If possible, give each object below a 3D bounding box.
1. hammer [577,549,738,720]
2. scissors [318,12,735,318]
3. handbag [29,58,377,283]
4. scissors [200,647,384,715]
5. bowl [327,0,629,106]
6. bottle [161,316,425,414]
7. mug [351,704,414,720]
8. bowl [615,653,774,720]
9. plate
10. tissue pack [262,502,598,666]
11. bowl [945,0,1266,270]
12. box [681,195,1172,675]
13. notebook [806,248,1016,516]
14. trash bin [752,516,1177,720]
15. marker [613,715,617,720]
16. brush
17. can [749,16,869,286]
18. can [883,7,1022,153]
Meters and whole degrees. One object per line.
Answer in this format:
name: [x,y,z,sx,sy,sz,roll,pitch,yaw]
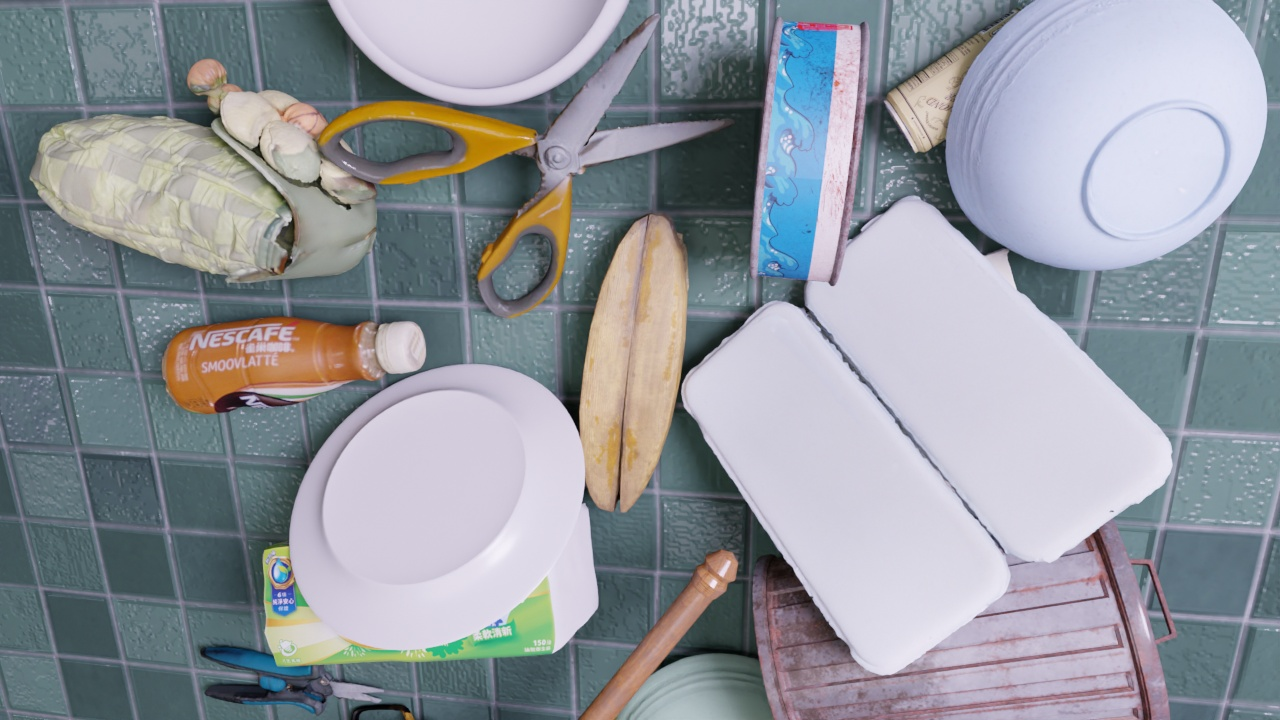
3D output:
hammer: [-0.041,0.236,0.562,0.162,0.083,0.318,28,105,-34]
scissors: [-0.058,-0.098,0.514,0.225,0.016,0.217,-4,136,7]
handbag: [-0.247,-0.113,0.537,0.186,0.113,0.117,20,103,4]
scissors: [-0.277,0.247,0.711,0.144,0.019,0.127,44,110,-8]
bowl: [-0.081,-0.228,0.489,0.177,0.066,0.177,3,109,9]
bottle: [-0.222,-0.001,0.595,0.167,0.059,0.059,-6,107,12]
mug: [-0.187,0.318,0.684,0.094,0.100,0.123,-19,63,14]
bowl: [0.055,0.283,0.619,0.151,0.077,0.151,0,104,-1]
plate: [-0.127,0.077,0.550,0.189,0.188,0.016,-5,145,12]
tissue pack: [-0.136,0.111,0.597,0.198,0.120,0.141,-6,89,6]
bowl: [0.235,-0.104,0.447,0.150,0.074,0.151,-1,124,-2]
box: [0.137,0.033,0.491,0.189,0.037,0.208,-42,59,17]
notebook: [0.177,0.052,0.567,0.153,0.012,0.209,-18,104,16]
trash bin: [0.184,0.154,0.525,0.211,0.130,0.131,-15,105,17]
marker: [0.022,0.296,0.672,0.017,0.021,0.124,-38,100,20]
brush: [-0.003,0.003,0.566,0.059,0.043,0.196,11,111,8]
can: [0.084,-0.105,0.467,0.044,0.129,0.130,6,109,8]
can: [0.173,-0.147,0.486,0.080,0.038,0.038,-32,100,18]
